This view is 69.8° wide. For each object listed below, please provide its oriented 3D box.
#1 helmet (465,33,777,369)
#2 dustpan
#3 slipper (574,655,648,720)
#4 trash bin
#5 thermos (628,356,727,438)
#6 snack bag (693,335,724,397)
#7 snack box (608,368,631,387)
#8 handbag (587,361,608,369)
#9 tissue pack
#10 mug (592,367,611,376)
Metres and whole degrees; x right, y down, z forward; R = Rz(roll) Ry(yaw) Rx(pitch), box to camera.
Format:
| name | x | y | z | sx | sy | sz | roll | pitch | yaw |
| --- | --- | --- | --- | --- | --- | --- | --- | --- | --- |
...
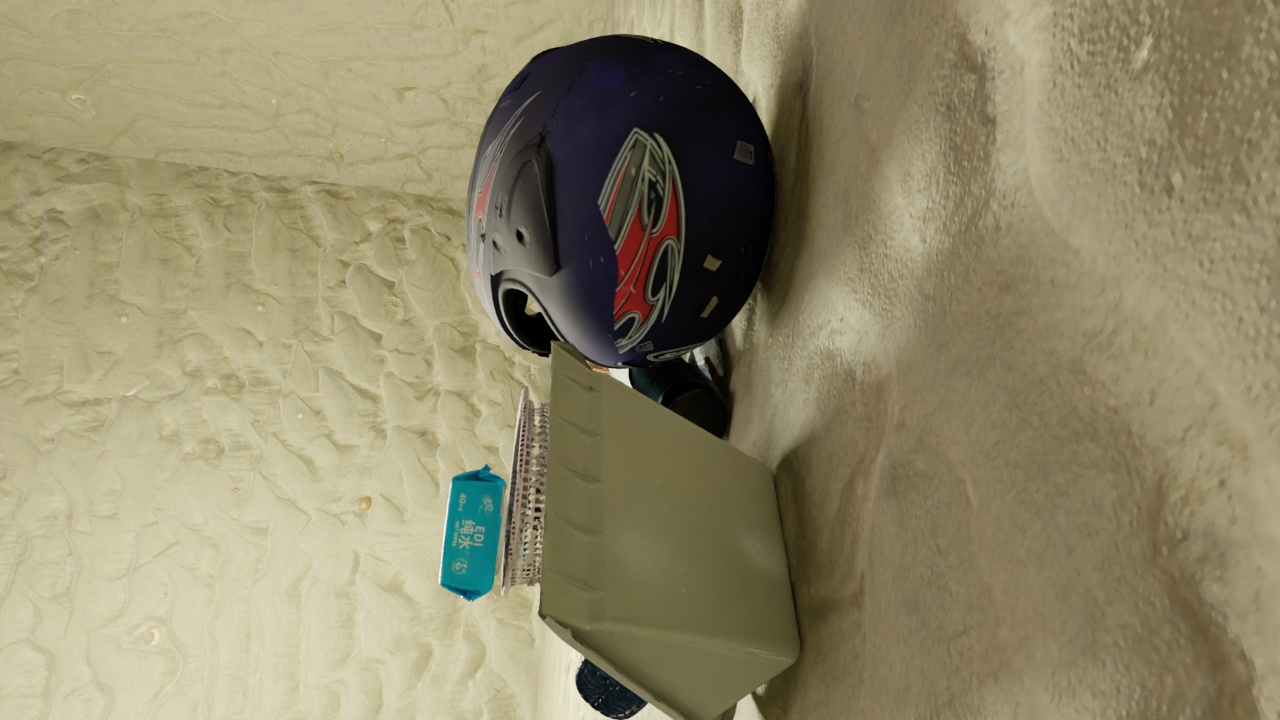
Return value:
| name | x | y | z | sx | sy | sz | roll | pitch | yaw |
| --- | --- | --- | --- | --- | --- | --- | --- | --- | --- |
| helmet | -0.011 | -0.110 | 0.793 | 0.240 | 0.246 | 0.316 | 41 | 130 | 37 |
| dustpan | 0.009 | 0.150 | 0.663 | 0.143 | 0.257 | 0.222 | -47 | 31 | 36 |
| slipper | 0.009 | 0.267 | 0.923 | 0.095 | 0.105 | 0.253 | -47 | -18 | -53 |
| trash bin | -0.046 | 0.150 | 0.998 | 0.227 | 0.192 | 0.227 | -175 | 91 | -81 |
| thermos | 0.034 | 0.046 | 0.968 | 0.242 | 0.068 | 0.090 | -124 | 34 | -77 |
| snack bag | 0.067 | -0.009 | 0.913 | 0.105 | 0.026 | 0.045 | -101 | -13 | -54 |
| snack box | -0.007 | 0.007 | 1.163 | 0.085 | 0.026 | 0.156 | -51 | 47 | 44 |
| handbag | -0.056 | 0.002 | 1.358 | 0.204 | 0.099 | 0.148 | 66 | 167 | -3 |
| tissue pack | -0.174 | 0.179 | 0.971 | 0.090 | 0.063 | 0.140 | 141 | 136 | -80 |
| mug | -0.027 | 0.039 | 1.243 | 0.081 | 0.106 | 0.114 | -123 | 40 | -76 |
